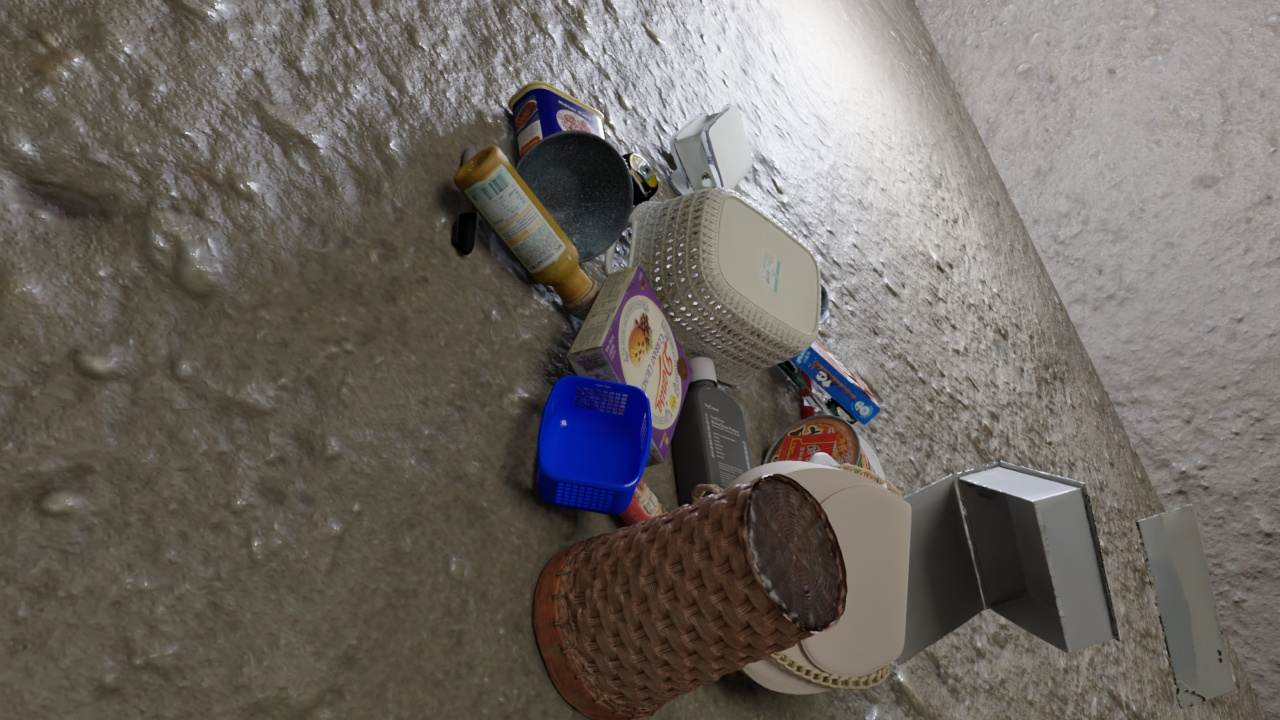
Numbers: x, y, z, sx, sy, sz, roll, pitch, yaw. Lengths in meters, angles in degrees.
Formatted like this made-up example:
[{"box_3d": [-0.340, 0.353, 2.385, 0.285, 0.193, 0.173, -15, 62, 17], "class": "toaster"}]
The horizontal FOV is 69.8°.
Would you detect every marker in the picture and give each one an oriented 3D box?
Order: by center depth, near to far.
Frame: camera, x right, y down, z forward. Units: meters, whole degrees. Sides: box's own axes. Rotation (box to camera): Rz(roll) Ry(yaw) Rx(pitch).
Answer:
[{"box_3d": [-0.169, -0.157, 0.885, 0.022, 0.016, 0.138, 9, 55, -21], "class": "marker"}]

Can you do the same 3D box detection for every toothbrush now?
[{"box_3d": [0.223, 0.004, 1.262, 0.018, 0.012, 0.212, 30, 44, -30], "class": "toothbrush"}]

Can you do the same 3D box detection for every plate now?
[{"box_3d": [0.290, 0.149, 1.227, 0.104, 0.026, 0.104, 31, 43, -34], "class": "plate"}]

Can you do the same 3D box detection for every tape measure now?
[{"box_3d": [-0.005, -0.225, 1.123, 0.061, 0.034, 0.061, 50, 34, -15], "class": "tape measure"}]

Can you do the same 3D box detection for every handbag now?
[{"box_3d": [0.155, 0.204, 0.883, 0.208, 0.103, 0.210, 3, 90, -19], "class": "handbag"}, {"box_3d": [0.104, -0.248, 1.266, 0.150, 0.074, 0.176, -54, 128, -52], "class": "handbag"}]

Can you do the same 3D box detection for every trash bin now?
[{"box_3d": [0.039, 0.187, 0.720, 0.151, 0.211, 0.151, 30, 45, -35], "class": "trash bin"}]

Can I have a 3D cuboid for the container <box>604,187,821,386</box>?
[{"box_3d": [0.095, -0.087, 1.051, 0.246, 0.143, 0.184, 27, 59, -38], "class": "container"}]

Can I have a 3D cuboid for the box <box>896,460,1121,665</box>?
[{"box_3d": [0.272, 0.234, 1.013, 0.173, 0.423, 0.167, -23, 99, -72], "class": "box"}]

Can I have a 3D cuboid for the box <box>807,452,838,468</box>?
[{"box_3d": [0.184, 0.214, 0.955, 0.152, 0.038, 0.200, 47, 68, -23], "class": "box"}]

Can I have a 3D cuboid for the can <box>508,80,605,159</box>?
[{"box_3d": [-0.086, -0.239, 1.013, 0.116, 0.057, 0.092, 16, 55, -45], "class": "can"}]

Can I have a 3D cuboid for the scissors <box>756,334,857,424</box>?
[{"box_3d": [0.211, 0.027, 1.178, 0.202, 0.015, 0.201, 50, 16, 17], "class": "scissors"}]

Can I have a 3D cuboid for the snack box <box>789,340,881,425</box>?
[{"box_3d": [0.247, 0.014, 1.215, 0.151, 0.034, 0.087, 40, 15, -13], "class": "snack box"}]

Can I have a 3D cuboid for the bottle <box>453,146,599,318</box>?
[{"box_3d": [-0.103, -0.119, 0.892, 0.186, 0.053, 0.053, 51, 34, -29], "class": "bottle"}]

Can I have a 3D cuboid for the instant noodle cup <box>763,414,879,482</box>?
[{"box_3d": [0.227, 0.148, 1.079, 0.122, 0.124, 0.123, 45, 36, -36], "class": "instant noodle cup"}]

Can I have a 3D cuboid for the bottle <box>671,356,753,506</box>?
[{"box_3d": [0.074, 0.078, 0.988, 0.083, 0.046, 0.173, 23, 49, -41], "class": "bottle"}]

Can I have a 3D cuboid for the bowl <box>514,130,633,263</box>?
[{"box_3d": [-0.081, -0.172, 0.951, 0.137, 0.137, 0.057, 34, 3, -33], "class": "bowl"}]

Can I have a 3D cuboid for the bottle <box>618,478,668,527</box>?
[{"box_3d": [0.005, 0.145, 0.856, 0.109, 0.044, 0.044, 53, 35, -9], "class": "bottle"}]

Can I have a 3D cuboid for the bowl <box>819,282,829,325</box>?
[{"box_3d": [0.213, -0.091, 1.281, 0.110, 0.055, 0.110, 31, 44, -36], "class": "bowl"}]

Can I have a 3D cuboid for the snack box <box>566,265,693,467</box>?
[{"box_3d": [-0.005, 0.005, 0.912, 0.148, 0.041, 0.143, 62, 30, -30], "class": "snack box"}]

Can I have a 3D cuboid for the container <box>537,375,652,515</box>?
[{"box_3d": [-0.042, 0.077, 0.806, 0.096, 0.058, 0.114, 10, 48, -3], "class": "container"}]
